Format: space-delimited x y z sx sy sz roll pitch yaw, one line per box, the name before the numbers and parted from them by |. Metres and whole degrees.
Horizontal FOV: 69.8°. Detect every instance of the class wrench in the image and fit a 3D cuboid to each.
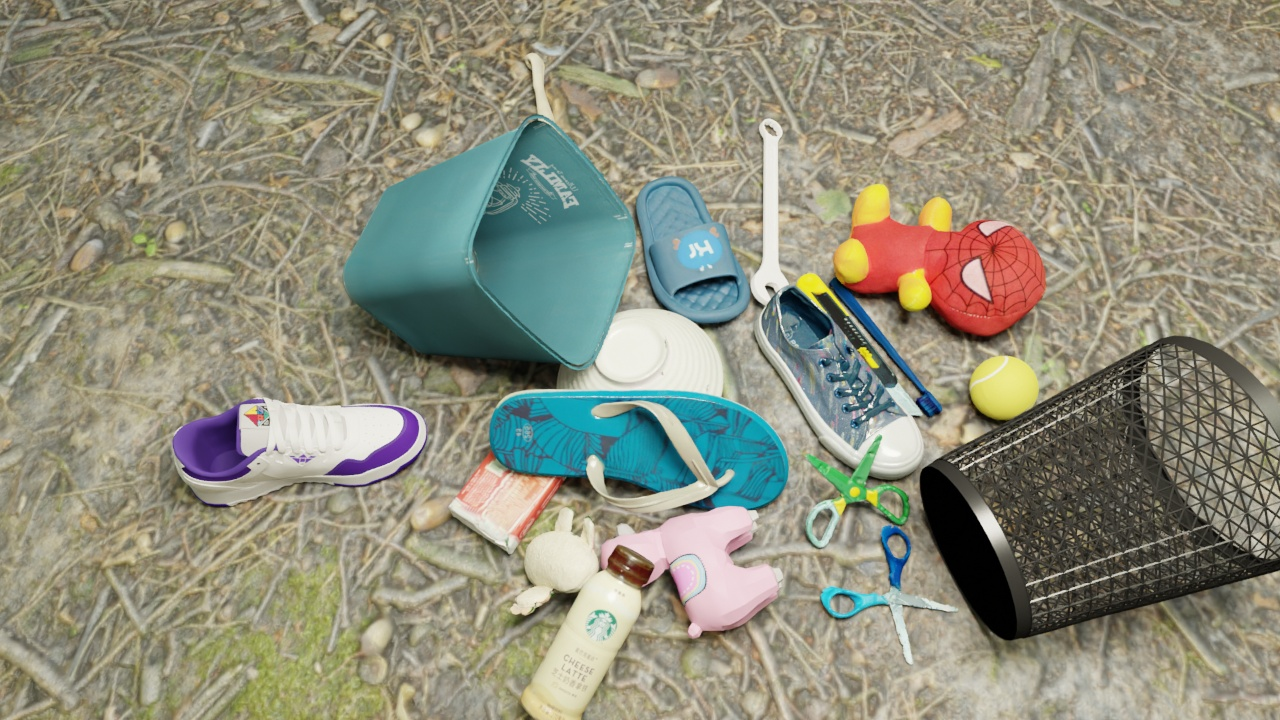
wrench | 0.152 -0.179 1.076 0.047 0.009 0.272 17 58 -21

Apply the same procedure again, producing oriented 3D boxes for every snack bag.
snack bag | -0.128 0.125 0.915 0.077 0.036 0.115 29 66 16

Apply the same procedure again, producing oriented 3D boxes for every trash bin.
trash bin | -0.159 -0.103 0.924 0.219 0.196 0.198 -4 55 37
trash bin | 0.398 0.123 0.807 0.243 0.217 0.216 -21 62 -2

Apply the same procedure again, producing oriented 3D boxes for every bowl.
bowl | -0.006 0.005 0.933 0.177 0.071 0.177 -4 61 7

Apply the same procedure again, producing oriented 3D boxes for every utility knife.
utility knife | 0.234 -0.017 0.989 0.028 0.020 0.203 -29 65 -11

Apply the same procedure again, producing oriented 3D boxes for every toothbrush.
toothbrush | 0.260 -0.016 0.989 0.017 0.016 0.190 -29 64 -6

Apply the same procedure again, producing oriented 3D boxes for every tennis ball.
tennis ball | 0.369 0.028 0.931 0.065 0.065 0.065 -1 61 2

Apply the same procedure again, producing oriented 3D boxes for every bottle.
bottle | -0.043 0.242 0.807 0.056 0.056 0.162 29 87 16

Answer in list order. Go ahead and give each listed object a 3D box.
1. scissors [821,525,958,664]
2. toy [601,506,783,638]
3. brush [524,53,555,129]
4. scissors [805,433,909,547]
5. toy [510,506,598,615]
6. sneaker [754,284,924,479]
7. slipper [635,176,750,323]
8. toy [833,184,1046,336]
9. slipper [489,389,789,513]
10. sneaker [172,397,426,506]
scissors | 0.236 0.215 0.864 0.127 0.014 0.133 11 64 6
toy | 0.044 0.195 0.855 0.157 0.067 0.123 -19 65 -2
brush | -0.112 -0.288 1.136 0.077 0.062 0.272 -12 57 -9
scissors | 0.204 0.130 0.886 0.125 0.011 0.131 36 92 -12
toy | -0.078 0.192 0.859 0.087 0.050 0.112 3 63 45
sneaker | 0.199 0.018 0.936 0.087 0.079 0.235 -30 64 -14
slipper | 0.050 -0.130 1.036 0.103 0.059 0.213 -19 61 -5
toy | 0.322 -0.103 0.987 0.216 0.099 0.147 21 72 14
slipper | 0.002 0.084 0.872 0.295 0.060 0.118 8 100 -4
sneaker | -0.342 0.074 0.909 0.244 0.111 0.091 -13 61 -5
